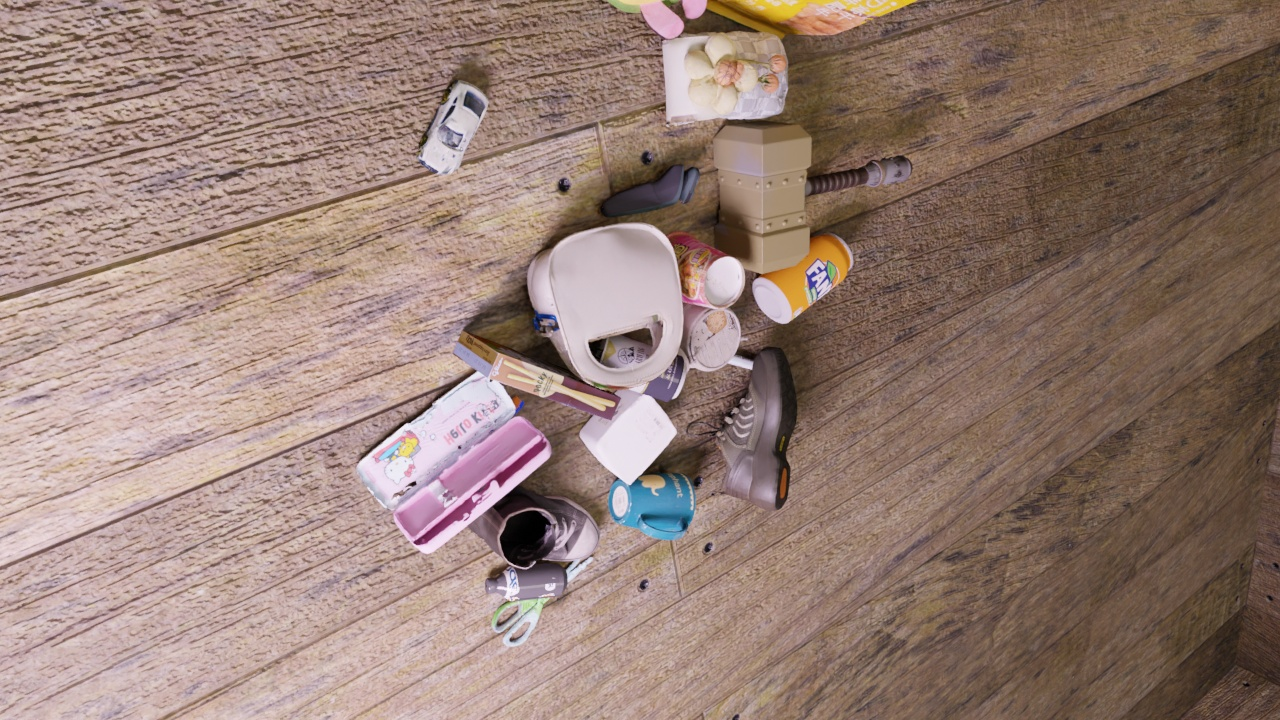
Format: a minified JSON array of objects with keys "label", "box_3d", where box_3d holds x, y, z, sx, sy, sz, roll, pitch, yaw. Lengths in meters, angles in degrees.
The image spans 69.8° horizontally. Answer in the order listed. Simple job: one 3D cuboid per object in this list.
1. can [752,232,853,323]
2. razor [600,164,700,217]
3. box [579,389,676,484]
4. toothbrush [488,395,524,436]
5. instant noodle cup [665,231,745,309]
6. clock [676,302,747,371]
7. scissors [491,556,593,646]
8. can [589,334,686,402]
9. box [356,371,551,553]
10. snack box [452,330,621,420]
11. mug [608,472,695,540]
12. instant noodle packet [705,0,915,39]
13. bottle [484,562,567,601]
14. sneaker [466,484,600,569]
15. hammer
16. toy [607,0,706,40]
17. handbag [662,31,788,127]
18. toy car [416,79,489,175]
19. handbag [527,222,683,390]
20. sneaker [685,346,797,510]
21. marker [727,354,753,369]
[{"label":"can","box_3d":[0.237,-0.122,1.342,0.142,0.079,0.079,-37,124,-19]},{"label":"razor","box_3d":[0.012,-0.214,1.176,0.142,0.047,0.052,-21,89,-23]},{"label":"box","box_3d":[-0.021,0.098,1.267,0.107,0.076,0.102,-46,128,-11]},{"label":"toothbrush","box_3d":[-0.217,0.108,1.145,0.182,0.016,0.018,-41,120,-17]},{"label":"instant noodle cup","box_3d":[0.078,-0.114,1.214,0.097,0.109,0.098,-13,114,-32]},{"label":"clock","box_3d":[0.079,-0.023,1.277,0.156,0.061,0.103,-36,123,-22]},{"label":"scissors","box_3d":[-0.135,0.322,1.281,0.175,0.033,0.078,-46,124,-18]},{"label":"can","box_3d":[-0.007,0.007,1.205,0.127,0.064,0.064,19,96,-10]},{"label":"box","box_3d":[-0.222,0.123,1.111,0.201,0.150,0.073,-38,169,-17]},{"label":"snack box","box_3d":[-0.125,0.019,1.123,0.185,0.101,0.031,22,93,-38]},{"label":"mug","box_3d":[0.018,0.208,1.287,0.104,0.112,0.085,7,121,-30]},{"label":"instant noodle packet","box_3d":[0.201,-0.455,1.108,0.162,0.222,0.084,8,98,-38]},{"label":"bottle","box_3d":[-0.154,0.299,1.235,0.112,0.047,0.047,1,106,-28]},{"label":"sneaker","box_3d":[-0.123,0.223,1.187,0.234,0.120,0.095,37,84,-41]},{"label":"hammer","box_3d":[0.263,-0.250,1.300,0.324,0.101,0.190,-16,115,-30]},{"label":"toy","box_3d":[-0.003,-0.483,1.039,0.190,0.087,0.238,-34,120,2]},{"label":"handbag","box_3d":[0.118,-0.355,1.147,0.171,0.123,0.112,-11,106,-26]},{"label":"toy car","box_3d":[-0.205,-0.256,1.014,0.048,0.033,0.105,26,91,-40]},{"label":"handbag","box_3d":[-0.037,-0.062,1.142,0.200,0.093,0.199,-14,92,-30]},{"label":"sneaker","box_3d":[0.151,0.099,1.356,0.101,0.143,0.237,28,66,-61]},{"label":"marker","box_3d":[0.171,0.007,1.381,0.146,0.017,0.017,13,98,-38]}]
